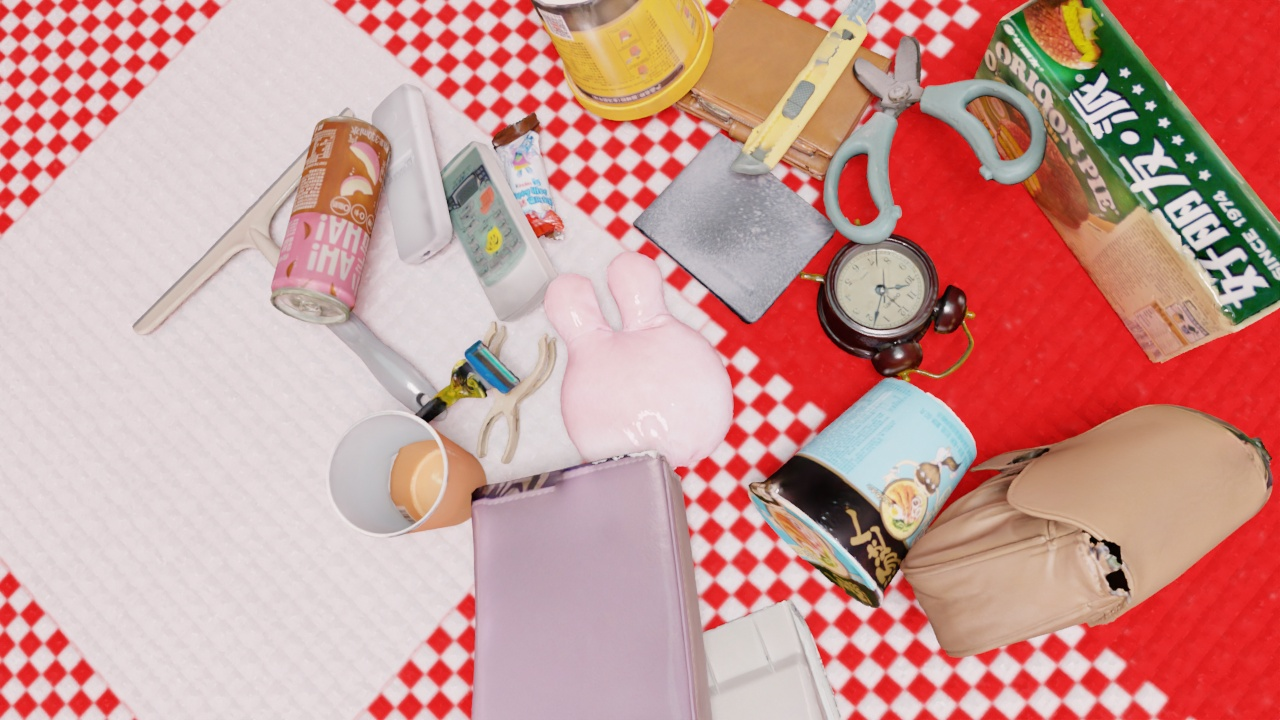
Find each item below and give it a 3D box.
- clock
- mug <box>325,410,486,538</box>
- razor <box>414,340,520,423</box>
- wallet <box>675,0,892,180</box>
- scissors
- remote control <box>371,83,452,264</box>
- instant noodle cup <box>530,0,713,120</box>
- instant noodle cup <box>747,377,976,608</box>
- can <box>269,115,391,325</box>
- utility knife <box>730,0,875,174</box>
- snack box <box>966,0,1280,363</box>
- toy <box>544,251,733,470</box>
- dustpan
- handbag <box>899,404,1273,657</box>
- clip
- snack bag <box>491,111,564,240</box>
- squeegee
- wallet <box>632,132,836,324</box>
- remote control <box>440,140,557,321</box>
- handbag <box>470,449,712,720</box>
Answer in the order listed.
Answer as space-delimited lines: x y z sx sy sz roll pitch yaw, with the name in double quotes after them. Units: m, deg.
0.174 -0.037 0.635 0.082 0.055 0.122 -43 74 -3 "clock"
-0.148 0.082 0.618 0.078 0.123 0.078 -2 77 7 "mug"
-0.150 0.037 0.663 0.143 0.022 0.042 -36 109 21 "razor"
0.106 -0.209 0.692 0.132 0.031 0.107 29 82 13 "wallet"
0.200 -0.157 0.616 0.177 0.019 0.174 0 66 33 "scissors"
-0.177 -0.144 0.709 0.056 0.020 0.136 -26 73 39 "remote control"
-0.020 -0.254 0.661 0.119 0.114 0.118 -8 69 19 "instant noodle cup"
0.149 0.077 0.595 0.111 0.111 0.120 42 79 13 "instant noodle cup"
-0.224 -0.103 0.670 0.058 0.058 0.147 4 69 8 "can"
0.124 -0.202 0.668 0.031 0.019 0.175 34 77 6 "utility knife"
0.314 -0.120 0.605 0.063 0.114 0.240 -30 76 1 "snack box"
-0.004 0.004 0.649 0.121 0.054 0.159 -19 82 -4 "toy"
0.054 0.335 0.600 0.223 0.143 0.257 -21 48 2 "dustpan"
0.252 0.092 0.532 0.204 0.148 0.099 -19 77 -32 "handbag"
-0.083 0.021 0.668 0.089 0.035 0.104 -8 82 6 "clip"
-0.086 -0.135 0.702 0.045 0.026 0.105 -21 76 27 "snack bag"
-0.237 -0.040 0.697 0.246 0.039 0.246 43 87 13 "squeegee"
0.070 -0.098 0.682 0.121 0.019 0.097 42 88 12 "wallet"
-0.111 -0.096 0.687 0.056 0.019 0.135 -37 71 27 "remote control"
-0.035 0.171 0.584 0.145 0.098 0.196 -9 66 7 "handbag"
